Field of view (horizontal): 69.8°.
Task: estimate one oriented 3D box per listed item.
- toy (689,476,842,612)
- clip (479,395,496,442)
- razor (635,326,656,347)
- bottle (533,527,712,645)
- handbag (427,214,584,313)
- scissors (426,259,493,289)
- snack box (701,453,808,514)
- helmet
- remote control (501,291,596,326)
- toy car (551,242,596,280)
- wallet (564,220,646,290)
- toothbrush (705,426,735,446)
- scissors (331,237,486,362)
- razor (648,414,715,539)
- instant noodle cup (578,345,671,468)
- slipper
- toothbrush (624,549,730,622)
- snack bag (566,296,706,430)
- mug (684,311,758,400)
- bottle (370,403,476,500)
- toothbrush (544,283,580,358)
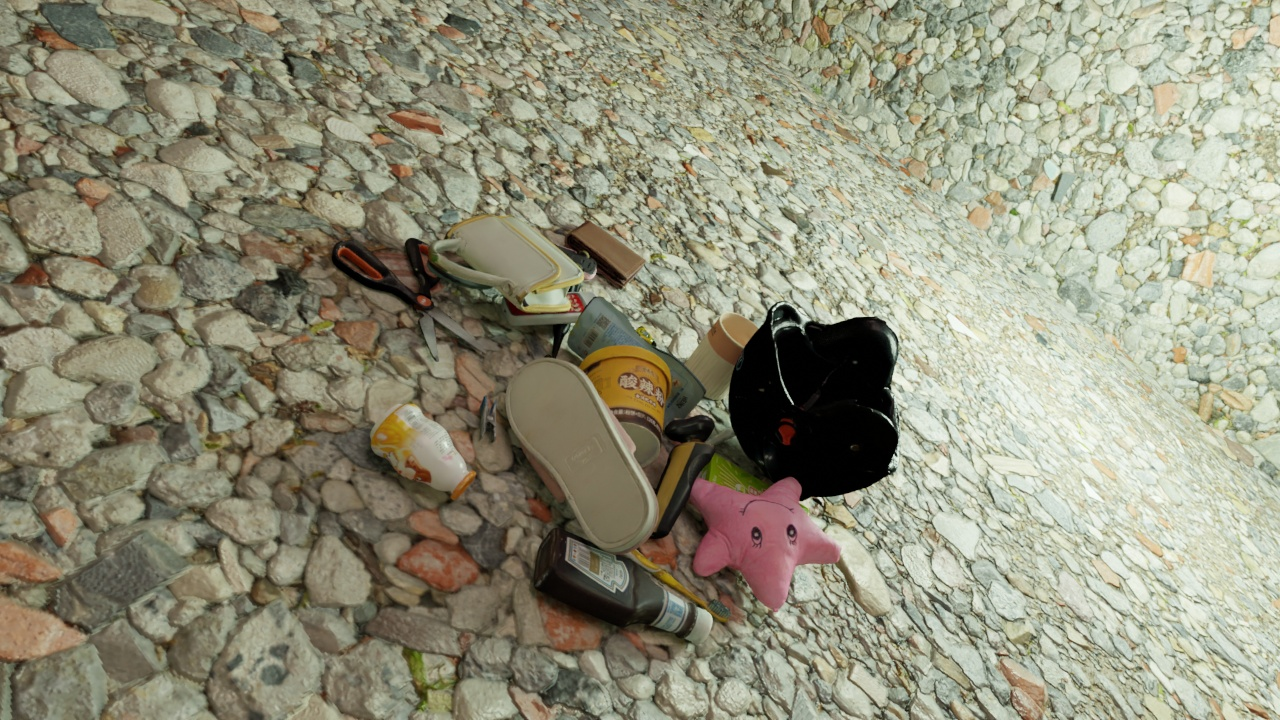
[{"bbox_3d":[0.151,0.216,1.090,0.194,0.075,0.178,4,52,-17],"label":"toy"},{"bbox_3d":[-0.171,0.067,1.039,0.036,0.026,0.057,14,43,-20],"label":"clip"},{"bbox_3d":[-0.031,-0.028,1.296,0.132,0.028,0.043,-9,57,-47],"label":"razor"},{"bbox_3d":[-0.015,0.240,0.946,0.195,0.044,0.079,28,26,-15],"label":"bottle"},{"bbox_3d":[-0.179,-0.127,1.175,0.163,0.063,0.178,40,29,25],"label":"handbag"},{"bbox_3d":[-0.221,-0.135,1.234,0.171,0.019,0.170,7,31,-39],"label":"scissors"},{"bbox_3d":[0.148,0.189,1.183,0.156,0.026,0.085,31,33,-10],"label":"snack box"},{"bbox_3d":[0.227,0.057,1.217,0.274,0.231,0.232,42,33,-12],"label":"helmet"},{"bbox_3d":[-0.117,-0.071,1.235,0.135,0.020,0.056,-4,39,-23],"label":"remote control"},{"bbox_3d":[-0.124,-0.149,1.355,0.122,0.037,0.056,21,30,-1],"label":"toy car"},{"bbox_3d":[-0.056,-0.171,1.453,0.124,0.032,0.101,37,29,1],"label":"wallet"},{"bbox_3d":[0.097,0.111,1.244,0.016,0.016,0.179,49,34,16],"label":"toothbrush"},{"bbox_3d":[-0.278,-0.088,1.140,0.221,0.022,0.227,28,32,-13],"label":"scissors"},{"bbox_3d":[0.040,0.137,1.084,0.067,0.062,0.167,26,58,0],"label":"razor"},{"bbox_3d":[-0.022,0.062,1.110,0.118,0.119,0.114,23,42,-20],"label":"instant noodle cup"},{"bbox_3d":[-0.064,0.100,1.009,0.274,0.114,0.054,50,4,37],"label":"slipper"},{"bbox_3d":[0.022,0.231,1.015,0.191,0.018,0.016,35,30,-1],"label":"toothbrush"},{"bbox_3d":[-0.007,0.007,1.192,0.191,0.111,0.038,40,36,7],"label":"snack bag"},{"bbox_3d":[0.130,-0.008,1.344,0.081,0.106,0.114,48,34,17],"label":"mug"},{"bbox_3d":[-0.217,0.093,0.924,0.108,0.063,0.063,38,32,4],"label":"bottle"},{"bbox_3d":[-0.108,-0.050,1.249,0.027,0.026,0.212,51,25,-26],"label":"toothbrush"}]
